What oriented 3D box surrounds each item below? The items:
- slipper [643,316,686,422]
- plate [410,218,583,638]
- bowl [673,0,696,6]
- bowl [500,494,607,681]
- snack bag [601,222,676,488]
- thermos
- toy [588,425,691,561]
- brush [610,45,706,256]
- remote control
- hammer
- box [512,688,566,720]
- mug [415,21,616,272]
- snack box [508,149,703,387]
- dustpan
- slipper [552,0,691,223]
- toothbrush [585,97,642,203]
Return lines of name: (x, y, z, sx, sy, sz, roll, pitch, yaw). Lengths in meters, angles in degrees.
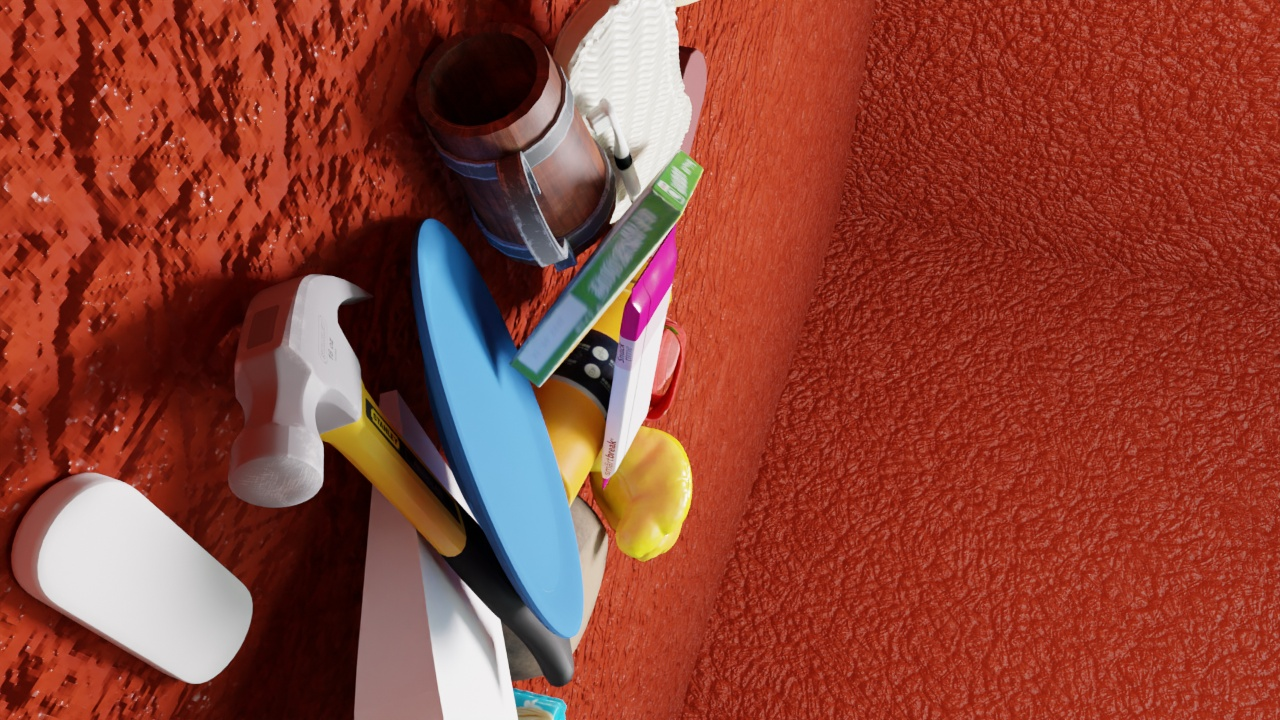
slipper: (0.012, 0.011, 0.946, 0.248, 0.059, 0.103, -26, 130, -70)
plate: (-0.079, 0.037, 0.478, 0.224, 0.024, 0.224, -16, 86, -88)
bowl: (0.000, -0.258, 0.550, 0.074, 0.118, 0.118, -34, 171, 10)
bowl: (-0.080, 0.177, 0.729, 0.162, 0.070, 0.162, 16, 89, -76)
snack bag: (-0.004, 0.004, 0.606, 0.197, 0.016, 0.070, 99, 17, -47)
thermos: (-0.048, 0.011, 0.696, 0.076, 0.092, 0.231, 61, 37, -29)
toy: (-0.004, 0.105, 0.814, 0.087, 0.134, 0.194, -32, 168, -6)
brush: (0.011, -0.176, 0.771, 0.082, 0.042, 0.173, 5, 100, -76)
remote control: (-0.182, 0.085, 0.342, 0.137, 0.013, 0.043, 85, 25, -56)
hammer: (-0.092, 0.082, 0.446, 0.324, 0.029, 0.127, 67, 6, -50)
box: (-0.147, 0.310, 0.564, 0.086, 0.169, 0.226, 52, 35, -21)
mug: (-0.057, -0.094, 0.467, 0.111, 0.081, 0.117, 63, 8, -65)
snack box: (-0.015, -0.064, 0.573, 0.132, 0.027, 0.167, -50, -173, 20)
dustpan: (-0.113, 0.176, 0.498, 0.192, 0.053, 0.257, 80, -6, -60)
slipper: (-0.016, -0.164, 0.594, 0.114, 0.054, 0.273, -51, 172, -4)
toothbrush: (-0.013, -0.125, 0.586, 0.017, 0.012, 0.187, -31, 171, 2)
